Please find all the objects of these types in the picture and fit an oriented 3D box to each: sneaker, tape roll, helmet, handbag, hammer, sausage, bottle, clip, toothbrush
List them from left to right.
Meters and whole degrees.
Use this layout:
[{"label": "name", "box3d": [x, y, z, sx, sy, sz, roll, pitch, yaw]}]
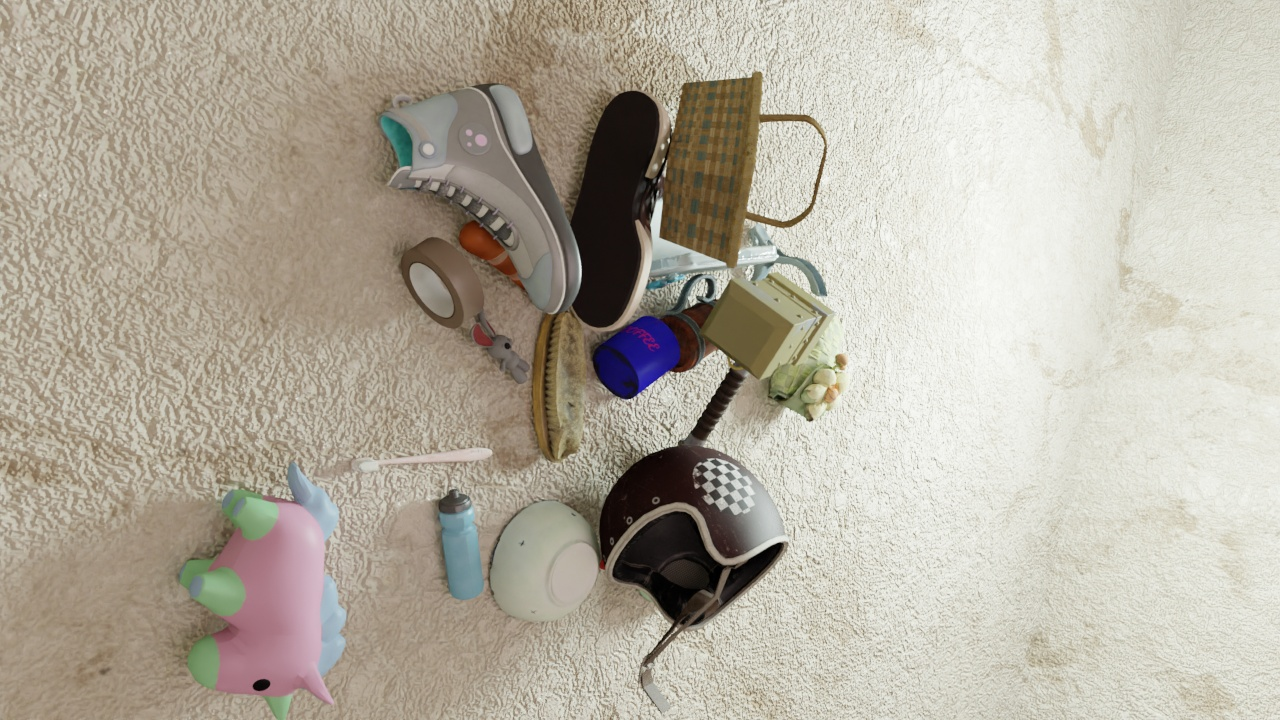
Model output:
[{"label": "toothbrush", "box3d": [-0.236, 0.109, 1.019, 0.180, 0.018, 0.016, 0, 98, -47]}, {"label": "tape roll", "box3d": [-0.206, -0.080, 0.955, 0.030, 0.094, 0.094, -41, 125, -33]}, {"label": "bottle", "box3d": [-0.207, 0.209, 1.052, 0.040, 0.040, 0.130, -19, 112, -43]}, {"label": "sneaker", "box3d": [-0.169, -0.157, 0.949, 0.160, 0.093, 0.256, -19, 89, -32]}, {"label": "sausage", "box3d": [-0.143, -0.109, 1.055, 0.164, 0.039, 0.044, 38, 55, -42]}, {"label": "sneaker", "box3d": [-0.016, -0.175, 1.142, 0.116, 0.112, 0.293, 17, 80, -64]}, {"label": "helmet", "box3d": [0.064, 0.240, 1.171, 0.233, 0.253, 0.234, -24, 150, -33]}, {"label": "hammer", "box3d": [0.115, 0.047, 1.251, 0.189, 0.101, 0.326, -15, 140, -58]}, {"label": "clip", "box3d": [0.220, -0.119, 1.357, 0.031, 0.165, 0.169, -9, 101, -46]}, {"label": "handbag", "box3d": [0.282, 0.006, 1.470, 0.113, 0.117, 0.186, 26, 80, -46]}]

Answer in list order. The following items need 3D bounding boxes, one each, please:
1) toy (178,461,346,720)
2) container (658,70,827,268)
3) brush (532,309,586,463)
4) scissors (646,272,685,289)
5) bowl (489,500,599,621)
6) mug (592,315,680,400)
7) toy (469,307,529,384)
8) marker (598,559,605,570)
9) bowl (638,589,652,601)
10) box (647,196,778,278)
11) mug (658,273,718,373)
[{"label": "toy", "box3d": [-0.340, 0.218, 0.871, 0.171, 0.120, 0.221, 36, 72, -34]}, {"label": "container", "box3d": [0.131, -0.239, 1.141, 0.249, 0.186, 0.158, -79, 176, -45]}, {"label": "brush", "box3d": [-0.098, 0.032, 1.128, 0.059, 0.043, 0.195, -5, 100, -46]}, {"label": "scissors", "box3d": [0.037, -0.104, 1.189, 0.055, 0.136, 0.015, -14, 94, -3]}, {"label": "bowl", "box3d": [-0.106, 0.258, 1.144, 0.153, 0.073, 0.153, -13, 109, -45]}, {"label": "mug", "box3d": [-0.007, 0.007, 1.204, 0.083, 0.079, 0.111, -36, 150, -36]}, {"label": "toy", "box3d": [-0.163, -0.016, 1.060, 0.112, 0.030, 0.049, 54, 31, -41]}, {"label": "marker", "box3d": [-0.020, 0.226, 1.273, 0.013, 0.013, 0.142, 47, 65, -41]}, {"label": "bowl", "box3d": [0.066, 0.287, 1.329, 0.150, 0.077, 0.151, -10, 104, -44]}, {"label": "box", "box3d": [0.091, -0.164, 1.244, 0.210, 0.106, 0.130, -19, 108, -43]}, {"label": "mug", "box3d": [0.074, -0.055, 1.269, 0.110, 0.082, 0.117, -28, 117, -44]}]
